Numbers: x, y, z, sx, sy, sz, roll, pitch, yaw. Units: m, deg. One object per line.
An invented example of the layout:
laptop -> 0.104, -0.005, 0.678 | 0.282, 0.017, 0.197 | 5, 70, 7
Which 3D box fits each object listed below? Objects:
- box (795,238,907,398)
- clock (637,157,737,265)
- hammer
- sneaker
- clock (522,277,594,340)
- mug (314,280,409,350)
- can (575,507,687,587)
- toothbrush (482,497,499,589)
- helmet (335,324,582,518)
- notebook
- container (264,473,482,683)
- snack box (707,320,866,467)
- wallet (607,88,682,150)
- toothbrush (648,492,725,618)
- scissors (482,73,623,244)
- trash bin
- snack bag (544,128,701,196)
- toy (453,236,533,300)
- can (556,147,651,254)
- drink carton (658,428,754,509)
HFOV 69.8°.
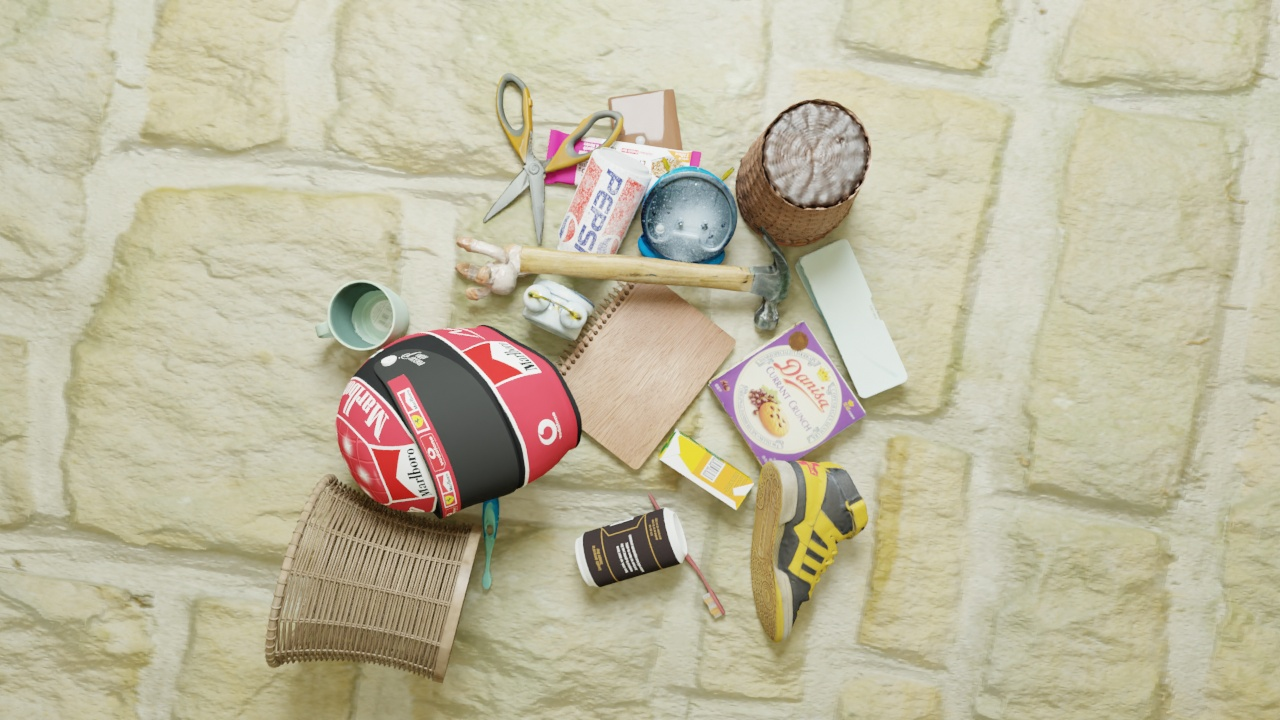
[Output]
box -> 0.266, -0.052, 1.156 | 0.085, 0.071, 0.199 | -27, 92, -18
clock -> 0.055, -0.167, 1.136 | 0.117, 0.060, 0.162 | 10, 120, -5
hammer -> 0.020, -0.110, 1.114 | 0.330, 0.033, 0.132 | 4, 129, -7
sneaker -> 0.211, 0.234, 1.148 | 0.122, 0.086, 0.239 | -4, 108, -15
clock -> -0.103, -0.066, 1.130 | 0.083, 0.117, 0.057 | 25, 85, 0
mug -> -0.346, -0.050, 1.140 | 0.111, 0.104, 0.084 | -16, 91, 0
can -> -0.011, 0.235, 1.150 | 0.129, 0.072, 0.072 | -18, 91, 9
toothbrush -> -0.196, 0.228, 1.189 | 0.022, 0.017, 0.135 | 2, 89, 1
helmet -> -0.231, 0.073, 1.061 | 0.224, 0.271, 0.198 | -28, 120, -27
notebook -> -0.007, 0.007, 1.177 | 0.169, 0.022, 0.210 | 38, 92, -1
container -> -0.308, 0.268, 1.097 | 0.196, 0.227, 0.227 | 14, 91, -6
snack box -> 0.184, 0.048, 1.164 | 0.148, 0.040, 0.143 | -34, 91, 2
wallet -> 0.008, -0.282, 1.174 | 0.087, 0.013, 0.121 | -8, 93, 1
toothbrush -> 0.056, 0.251, 1.185 | 0.016, 0.015, 0.184 | -31, 90, 5
scissors -> -0.132, -0.268, 1.163 | 0.225, 0.016, 0.226 | -37, 81, 13
trash bin -> 0.195, -0.219, 1.074 | 0.151, 0.210, 0.151 | 0, 92, 0
snack bag -> -0.024, -0.244, 1.162 | 0.196, 0.016, 0.070 | 11, 99, 7
toy -> -0.175, -0.123, 1.153 | 0.105, 0.085, 0.074 | -13, 60, -18
can -> -0.047, -0.186, 1.130 | 0.078, 0.078, 0.136 | 26, 111, 0
drink carton -> 0.085, 0.138, 1.159 | 0.122, 0.058, 0.041 | 33, 91, 0
